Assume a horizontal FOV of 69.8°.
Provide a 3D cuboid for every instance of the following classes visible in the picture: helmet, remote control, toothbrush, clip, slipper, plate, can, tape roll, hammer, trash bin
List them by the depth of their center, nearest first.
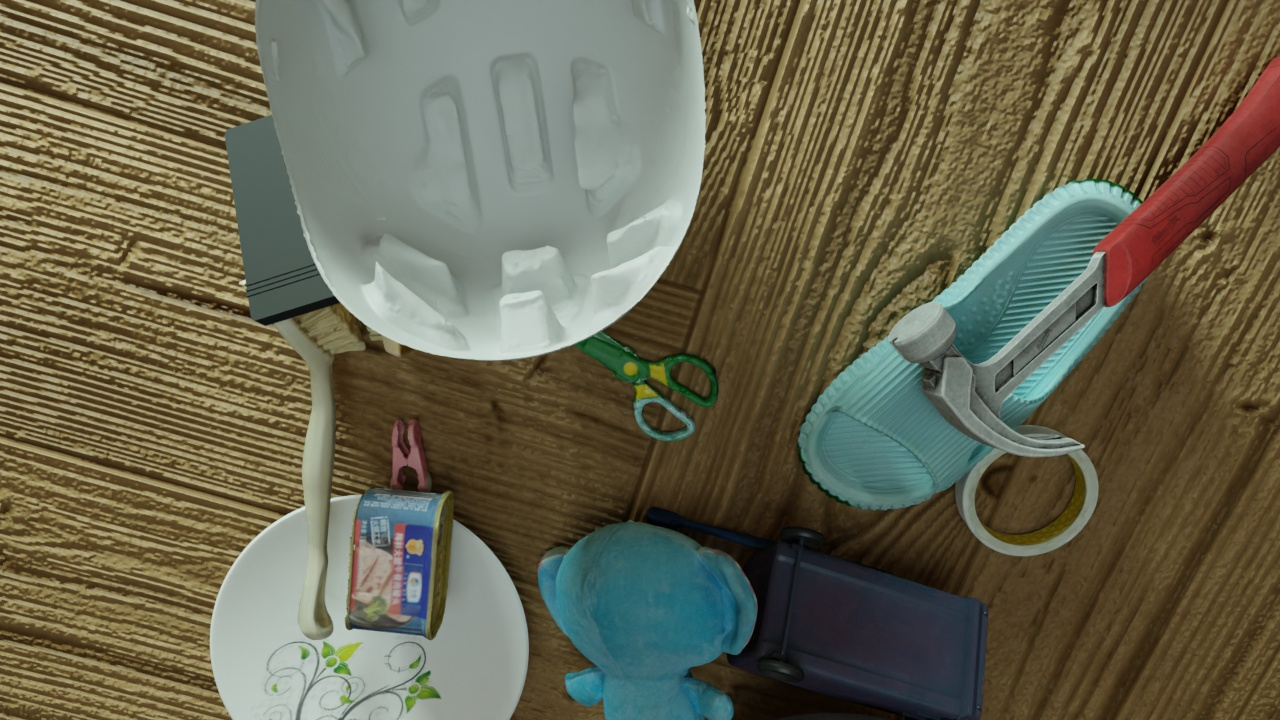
[{"bbox_3d":[-0.082,-0.148,0.496,0.224,0.183,0.282,-14,112,-1],"label":"helmet"},{"bbox_3d":[0.302,-0.070,0.552,0.315,0.036,0.126,-42,101,-3],"label":"hammer"},{"bbox_3d":[-0.222,-0.091,0.571,0.058,0.013,0.133,-16,74,6],"label":"remote control"},{"bbox_3d":[0.222,0.000,0.594,0.116,0.069,0.276,41,102,-8],"label":"slipper"},{"bbox_3d":[0.151,0.188,0.627,0.161,0.092,0.093,19,64,-8],"label":"trash bin"},{"bbox_3d":[-0.164,0.137,0.629,0.059,0.054,0.100,7,97,-1],"label":"can"},{"bbox_3d":[0.272,0.092,0.648,0.094,0.019,0.094,0,107,1],"label":"tape roll"},{"bbox_3d":[-0.169,0.070,0.652,0.044,0.023,0.060,-22,111,6],"label":"clip"},{"bbox_3d":[0.094,0.140,0.669,0.190,0.016,0.017,15,114,-4],"label":"toothbrush"},{"bbox_3d":[-0.197,0.208,0.680,0.229,0.030,0.229,0,97,-2],"label":"plate"}]

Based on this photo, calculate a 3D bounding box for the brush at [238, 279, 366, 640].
[{"bbox_3d":[-0.221,0.062,0.620,0.077,0.062,0.272,3,102,11],"label":"brush"}]

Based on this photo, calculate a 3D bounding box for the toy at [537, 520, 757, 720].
[{"bbox_3d":[0.012,0.197,0.642,0.184,0.114,0.180,-8,98,33],"label":"toy"}]

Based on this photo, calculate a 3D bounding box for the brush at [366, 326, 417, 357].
[{"bbox_3d":[-0.162,-0.064,0.596,0.039,0.049,0.117,2,110,24],"label":"brush"}]

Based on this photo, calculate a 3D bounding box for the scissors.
[{"bbox_3d":[-0.010,0.010,0.634,0.130,0.014,0.071,27,106,-8],"label":"scissors"}]

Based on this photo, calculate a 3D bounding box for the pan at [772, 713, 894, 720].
[{"bbox_3d":[0.199,0.275,0.616,0.200,0.050,0.358,34,132,-26],"label":"pan"}]
